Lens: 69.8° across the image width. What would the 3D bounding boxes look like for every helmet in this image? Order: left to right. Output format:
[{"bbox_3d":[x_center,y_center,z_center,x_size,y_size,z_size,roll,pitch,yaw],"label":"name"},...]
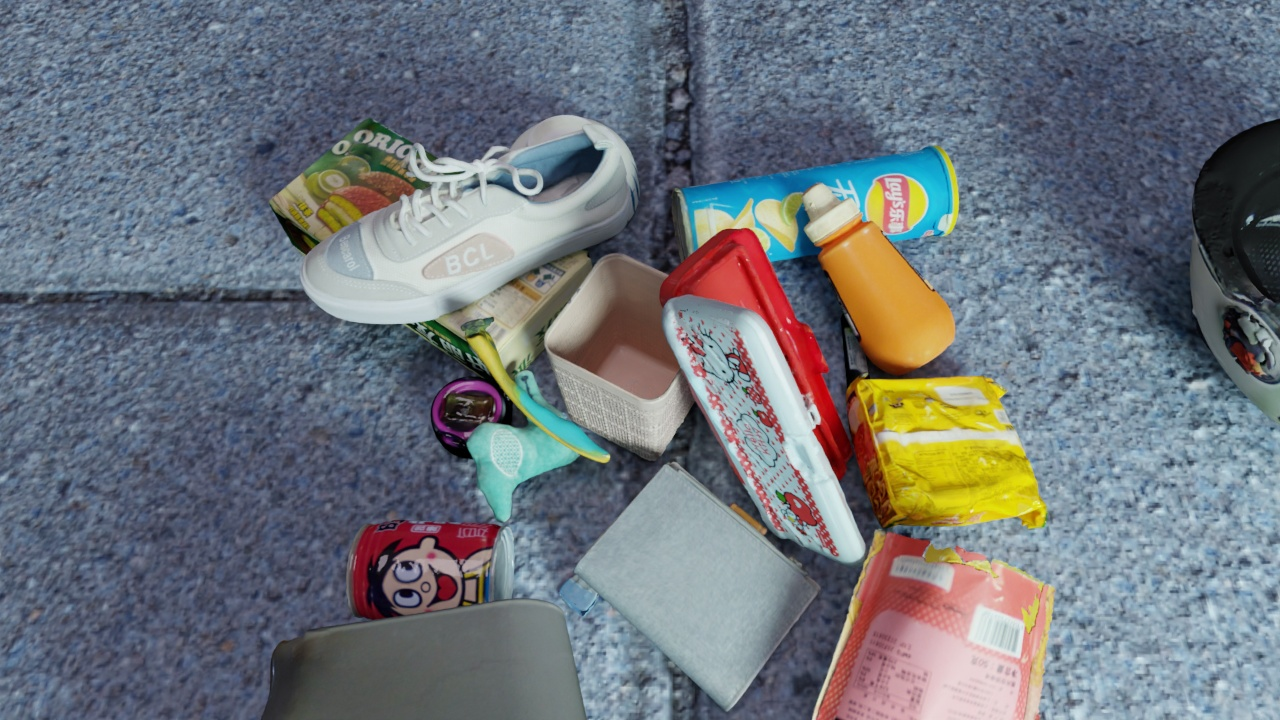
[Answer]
[{"bbox_3d":[0.488,-0.025,0.604,0.229,0.157,0.274,-34,54,-13],"label":"helmet"}]

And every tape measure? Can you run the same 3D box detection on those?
[{"bbox_3d":[-0.121,0.040,0.656,0.058,0.039,0.057,1,61,3],"label":"tape measure"}]

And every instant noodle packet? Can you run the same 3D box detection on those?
[{"bbox_3d":[0.204,0.061,0.615,0.128,0.044,0.110,2,60,-20],"label":"instant noodle packet"}]

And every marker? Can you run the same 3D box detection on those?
[{"bbox_3d":[0.160,0.015,0.675,0.018,0.015,0.124,1,57,1],"label":"marker"}]

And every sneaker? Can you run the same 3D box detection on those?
[{"bbox_3d":[-0.121,-0.100,0.634,0.242,0.091,0.089,-21,62,-10],"label":"sneaker"}]

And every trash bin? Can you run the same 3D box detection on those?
[{"bbox_3d":[-0.097,0.257,0.456,0.199,0.199,0.219,-8,53,-5],"label":"trash bin"}]

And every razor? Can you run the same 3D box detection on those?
[{"bbox_3d":[-0.071,0.023,0.619,0.028,0.043,0.132,-43,93,1],"label":"razor"}]

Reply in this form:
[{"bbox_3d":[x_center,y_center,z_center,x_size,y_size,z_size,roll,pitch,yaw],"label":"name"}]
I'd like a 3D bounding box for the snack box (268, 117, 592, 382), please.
[{"bbox_3d":[-0.162,-0.087,0.718,0.240,0.063,0.114,32,66,19],"label":"snack box"}]

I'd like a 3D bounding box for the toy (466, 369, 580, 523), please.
[{"bbox_3d":[-0.081,0.055,0.632,0.091,0.030,0.096,-14,80,-45],"label":"toy"}]

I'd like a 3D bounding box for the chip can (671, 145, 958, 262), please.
[{"bbox_3d":[0.133,-0.116,0.718,0.210,0.071,0.071,-10,60,-3],"label":"chip can"}]

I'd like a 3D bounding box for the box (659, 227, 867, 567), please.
[{"bbox_3d":[0.094,0.023,0.559,0.094,0.201,0.100,-42,32,-21],"label":"box"}]

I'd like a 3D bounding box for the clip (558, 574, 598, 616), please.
[{"bbox_3d":[-0.028,0.141,0.608,0.026,0.037,0.058,36,67,23],"label":"clip"}]

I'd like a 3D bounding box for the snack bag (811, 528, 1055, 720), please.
[{"bbox_3d":[0.159,0.208,0.514,0.128,0.073,0.207,16,73,9],"label":"snack bag"}]

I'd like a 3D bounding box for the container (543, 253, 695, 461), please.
[{"bbox_3d":[-0.004,0.004,0.631,0.090,0.111,0.090,26,64,16],"label":"container"}]

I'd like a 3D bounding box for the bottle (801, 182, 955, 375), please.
[{"bbox_3d":[0.164,-0.063,0.663,0.066,0.067,0.149,-34,90,-16],"label":"bottle"}]

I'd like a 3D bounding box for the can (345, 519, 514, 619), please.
[{"bbox_3d":[-0.133,0.136,0.587,0.094,0.067,0.066,2,60,4],"label":"can"}]

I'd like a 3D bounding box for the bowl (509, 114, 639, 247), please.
[{"bbox_3d":[-0.060,-0.156,0.750,0.116,0.066,0.116,-1,60,1],"label":"bowl"}]

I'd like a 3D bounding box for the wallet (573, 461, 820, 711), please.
[{"bbox_3d":[0.039,0.140,0.593,0.130,0.037,0.106,40,69,10],"label":"wallet"}]
